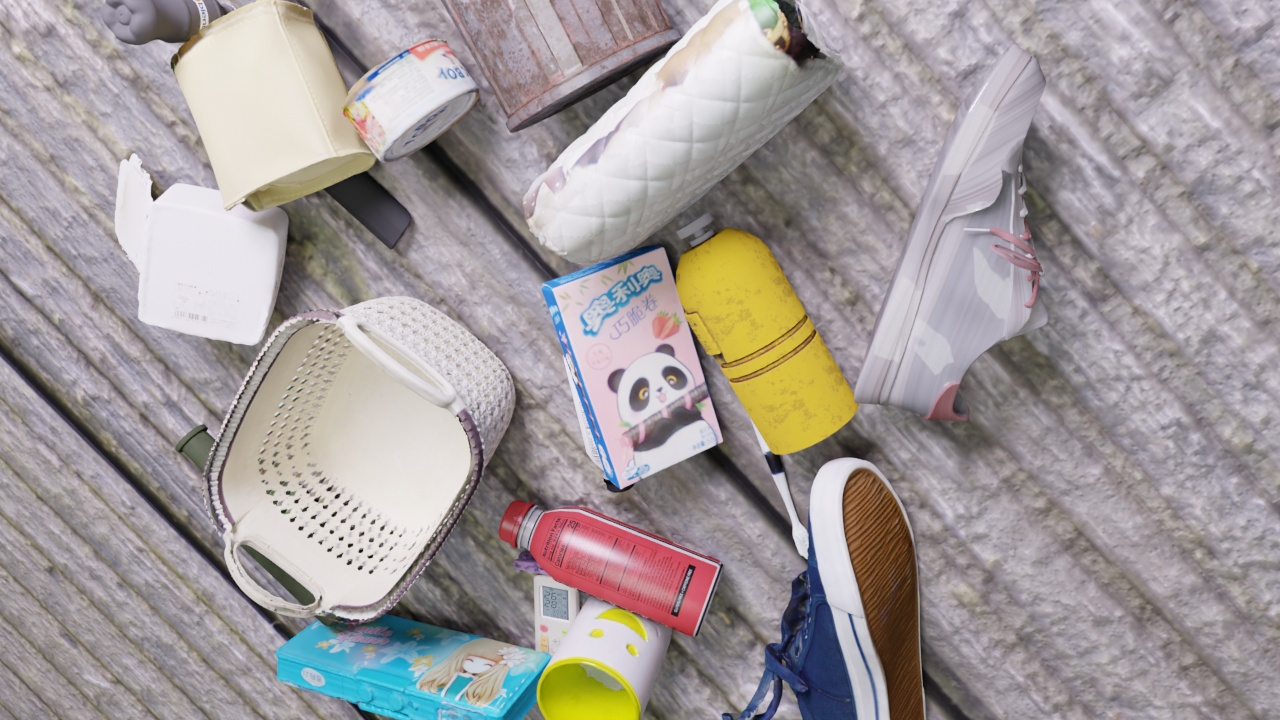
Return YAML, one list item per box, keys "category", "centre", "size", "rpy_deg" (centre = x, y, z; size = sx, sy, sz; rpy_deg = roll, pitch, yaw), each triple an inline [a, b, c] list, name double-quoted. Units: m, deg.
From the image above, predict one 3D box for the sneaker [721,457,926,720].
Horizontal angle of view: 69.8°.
- category: "sneaker"
  centre: [0.133, 0.204, 0.683]
  size: [0.127, 0.120, 0.295]
  rpy_deg: [7, 117, 36]

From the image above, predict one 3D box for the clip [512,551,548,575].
- category: "clip"
  centre: [-0.082, 0.170, 0.769]
  size: [0.051, 0.033, 0.013]
  rpy_deg: [-2, 110, 19]

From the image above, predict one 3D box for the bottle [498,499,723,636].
- category: "bottle"
  centre: [-0.027, 0.157, 0.726]
  size: [0.177, 0.062, 0.062]
  rpy_deg: [20, 115, 9]

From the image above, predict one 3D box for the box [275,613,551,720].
- category: "box"
  centre: [-0.196, 0.266, 0.792]
  size: [0.227, 0.094, 0.039]
  rpy_deg: [6, 109, 21]

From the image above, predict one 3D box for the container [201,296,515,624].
- category: "container"
  centre: [-0.207, 0.069, 0.704]
  size: [0.185, 0.143, 0.252]
  rpy_deg: [38, 116, 2]

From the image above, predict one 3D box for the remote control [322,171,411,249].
- category: "remote control"
  centre: [-0.236, -0.144, 0.702]
  size: [0.147, 0.015, 0.033]
  rpy_deg: [42, 116, -1]

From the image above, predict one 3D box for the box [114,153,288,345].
- category: "box"
  centre: [-0.367, -0.091, 0.726]
  size: [0.189, 0.101, 0.112]
  rpy_deg: [22, 113, 2]

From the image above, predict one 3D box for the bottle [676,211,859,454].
- category: "bottle"
  centre: [0.076, -0.023, 0.620]
  size: [0.071, 0.070, 0.164]
  rpy_deg: [-28, 100, 24]

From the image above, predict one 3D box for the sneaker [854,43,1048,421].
- category: "sneaker"
  centre: [0.207, -0.062, 0.552]
  size: [0.089, 0.099, 0.237]
  rpy_deg: [20, 122, 10]

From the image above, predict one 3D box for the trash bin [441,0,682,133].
- category: "trash bin"
  centre: [-0.076, -0.260, 0.546]
  size: [0.131, 0.130, 0.211]
  rpy_deg: [-23, 103, 23]

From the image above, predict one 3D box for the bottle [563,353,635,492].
- category: "bottle"
  centre: [-0.027, 0.044, 0.694]
  size: [0.041, 0.041, 0.116]
  rpy_deg: [-6, 108, 19]

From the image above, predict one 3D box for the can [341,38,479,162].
- category: "can"
  centre: [-0.155, -0.176, 0.625]
  size: [0.086, 0.086, 0.043]
  rpy_deg: [-33, 98, 25]

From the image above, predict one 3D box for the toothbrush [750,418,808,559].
- category: "toothbrush"
  centre: [0.096, 0.065, 0.677]
  size: [0.012, 0.017, 0.187]
  rpy_deg: [-23, 104, -8]

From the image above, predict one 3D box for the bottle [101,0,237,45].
- category: "bottle"
  centre: [-0.321, -0.240, 0.639]
  size: [0.036, 0.109, 0.036]
  rpy_deg: [6, 111, 15]

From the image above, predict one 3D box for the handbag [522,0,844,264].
- category: "handbag"
  centre: [0.024, -0.143, 0.555]
  size: [0.195, 0.138, 0.072]
  rpy_deg: [-38, 88, 24]

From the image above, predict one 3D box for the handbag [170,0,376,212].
- category: "handbag"
  centre: [-0.263, -0.179, 0.652]
  size: [0.111, 0.081, 0.119]
  rpy_deg: [-20, 97, 14]

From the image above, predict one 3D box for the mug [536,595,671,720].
- category: "mug"
  centre: [-0.026, 0.241, 0.733]
  size: [0.083, 0.106, 0.083]
  rpy_deg: [6, 111, 15]

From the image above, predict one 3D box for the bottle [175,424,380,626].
- category: "bottle"
  centre: [-0.320, 0.139, 0.805]
  size: [0.207, 0.071, 0.072]
  rpy_deg: [45, 116, -3]

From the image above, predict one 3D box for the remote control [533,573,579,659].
- category: "remote control"
  centre: [-0.072, 0.238, 0.795]
  size: [0.038, 0.018, 0.126]
  rpy_deg: [7, 111, 15]

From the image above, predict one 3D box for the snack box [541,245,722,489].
- category: "snack box"
  centre: [-0.004, 0.004, 0.652]
  size: [0.087, 0.033, 0.154]
  rpy_deg: [-23, 106, -17]
